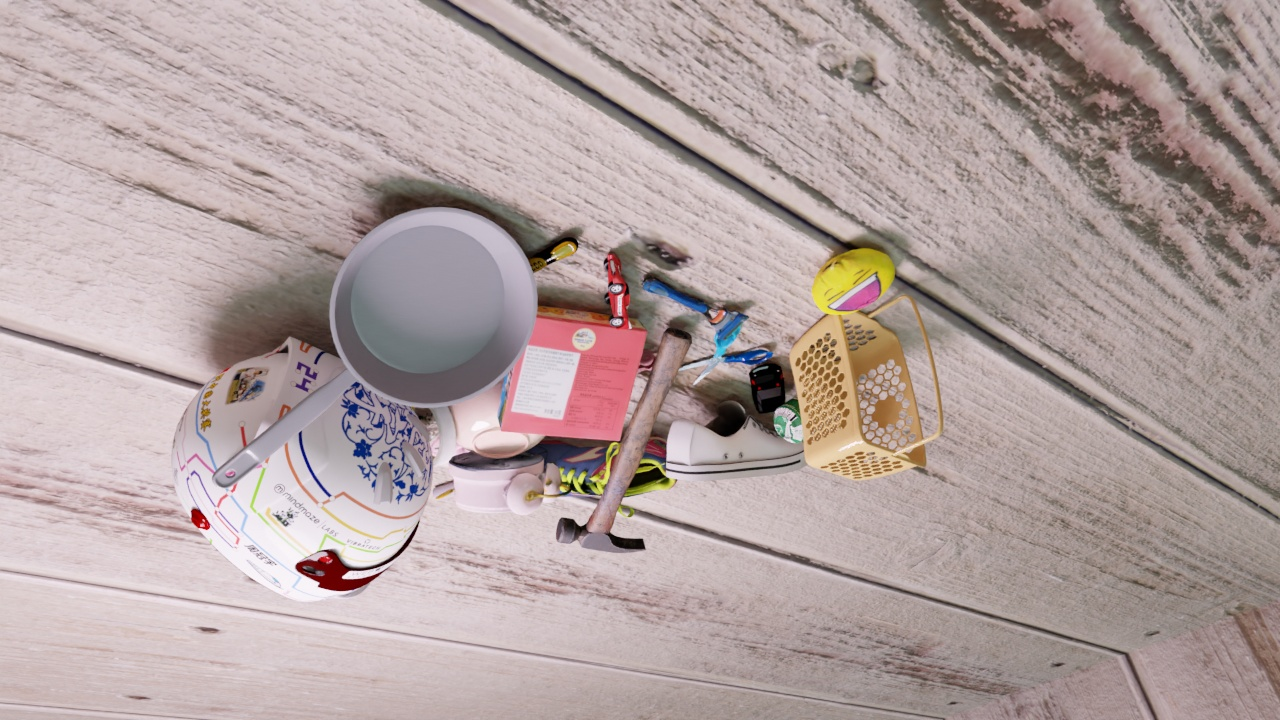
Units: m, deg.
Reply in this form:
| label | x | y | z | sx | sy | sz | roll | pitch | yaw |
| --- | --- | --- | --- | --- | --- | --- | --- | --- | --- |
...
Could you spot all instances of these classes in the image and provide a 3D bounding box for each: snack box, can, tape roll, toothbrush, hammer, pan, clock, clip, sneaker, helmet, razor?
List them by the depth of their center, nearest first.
| label | x | y | z | sx | sy | sz | roll | pitch | yaw |
| --- | --- | --- | --- | --- | --- | --- | --- | --- | --- |
| pan | -0.259 | -0.003 | 0.881 | 0.356 | 0.051 | 0.201 | -38 | 122 | -8 |
| razor | -0.124 | -0.091 | 0.947 | 0.144 | 0.021 | 0.044 | -24 | 122 | 22 |
| helmet | -0.344 | 0.124 | 1.009 | 0.236 | 0.230 | 0.314 | -24 | 131 | 17 |
| razor | 0.058 | -0.064 | 1.024 | 0.140 | 0.018 | 0.044 | 25 | 126 | -32 |
| snack box | -0.078 | 0.016 | 1.033 | 0.142 | 0.040 | 0.145 | 7 | 112 | -19 |
| tape roll | -0.255 | 0.081 | 1.092 | 0.019 | 0.094 | 0.094 | -16 | 156 | -44 |
| clip | -0.012 | 0.003 | 1.099 | 0.045 | 0.023 | 0.060 | 22 | 138 | -34 |
| hammer | -0.001 | 0.107 | 1.131 | 0.120 | 0.033 | 0.331 | 12 | 119 | -18 |
| clock | -0.161 | 0.150 | 1.134 | 0.158 | 0.059 | 0.116 | 3 | -173 | 18 |
| can | 0.217 | 0.065 | 1.169 | 0.101 | 0.053 | 0.053 | -27 | 154 | -32 |
| sneaker | -0.069 | 0.148 | 1.212 | 0.241 | 0.091 | 0.116 | -6 | 120 | -7 |
| sneaker | 0.131 | 0.101 | 1.216 | 0.245 | 0.097 | 0.091 | 0 | -179 | -37 |
| toothbrush | -0.201 | 0.161 | 1.272 | 0.188 | 0.018 | 0.019 | -18 | 148 | 12 |

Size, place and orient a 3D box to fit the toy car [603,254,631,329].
| label | x | y | z | sx | sy | sz | roll | pitch | yaw |
| --- | --- | --- | --- | --- | --- | --- | --- | --- | --- |
| toy car | -0.024 | -0.072 | 0.977 | 0.025 | 0.038 | 0.090 | -8 | 144 | -6 |

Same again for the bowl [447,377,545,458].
| label | x | y | z | sx | sy | sz | roll | pitch | yaw |
| --- | --- | --- | --- | --- | --- | --- | --- | --- | --- |
| bowl | -0.171 | 0.069 | 1.107 | 0.153 | 0.076 | 0.153 | -5 | 144 | -4 |

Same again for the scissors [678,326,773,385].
| label | x | y | z | sx | sy | sz | roll | pitch | yaw |
| --- | --- | --- | --- | --- | --- | --- | --- | --- | --- |
| scissors | 0.104 | 0.001 | 1.124 | 0.118 | 0.014 | 0.130 | 11 | 141 | -26 |

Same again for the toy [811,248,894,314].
| label | x | y | z | sx | sy | sz | roll | pitch | yaw |
| --- | --- | --- | --- | --- | --- | --- | --- | --- | --- |
| toy | 0.234 | -0.086 | 1.011 | 0.096 | 0.041 | 0.094 | -36 | 140 | 28 |

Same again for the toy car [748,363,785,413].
| label | x | y | z | sx | sy | sz | roll | pitch | yaw |
| --- | --- | --- | --- | --- | --- | --- | --- | --- | --- |
| toy car | 0.163 | 0.039 | 1.168 | 0.042 | 0.036 | 0.092 | -12 | 144 | 4 |

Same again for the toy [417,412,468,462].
| label | x | y | z | sx | sy | sz | roll | pitch | yaw |
| --- | --- | --- | --- | --- | --- | --- | --- | --- | --- |
| toy | -0.265 | 0.112 | 1.179 | 0.096 | 0.041 | 0.108 | -33 | 144 | 27 |

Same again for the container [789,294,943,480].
| label | x | y | z | sx | sy | sz | roll | pitch | yaw |
| --- | --- | --- | --- | --- | --- | --- | --- | --- | --- |
| container | 0.271 | 0.033 | 1.061 | 0.129 | 0.183 | 0.167 | 20 | 142 | -33 |
